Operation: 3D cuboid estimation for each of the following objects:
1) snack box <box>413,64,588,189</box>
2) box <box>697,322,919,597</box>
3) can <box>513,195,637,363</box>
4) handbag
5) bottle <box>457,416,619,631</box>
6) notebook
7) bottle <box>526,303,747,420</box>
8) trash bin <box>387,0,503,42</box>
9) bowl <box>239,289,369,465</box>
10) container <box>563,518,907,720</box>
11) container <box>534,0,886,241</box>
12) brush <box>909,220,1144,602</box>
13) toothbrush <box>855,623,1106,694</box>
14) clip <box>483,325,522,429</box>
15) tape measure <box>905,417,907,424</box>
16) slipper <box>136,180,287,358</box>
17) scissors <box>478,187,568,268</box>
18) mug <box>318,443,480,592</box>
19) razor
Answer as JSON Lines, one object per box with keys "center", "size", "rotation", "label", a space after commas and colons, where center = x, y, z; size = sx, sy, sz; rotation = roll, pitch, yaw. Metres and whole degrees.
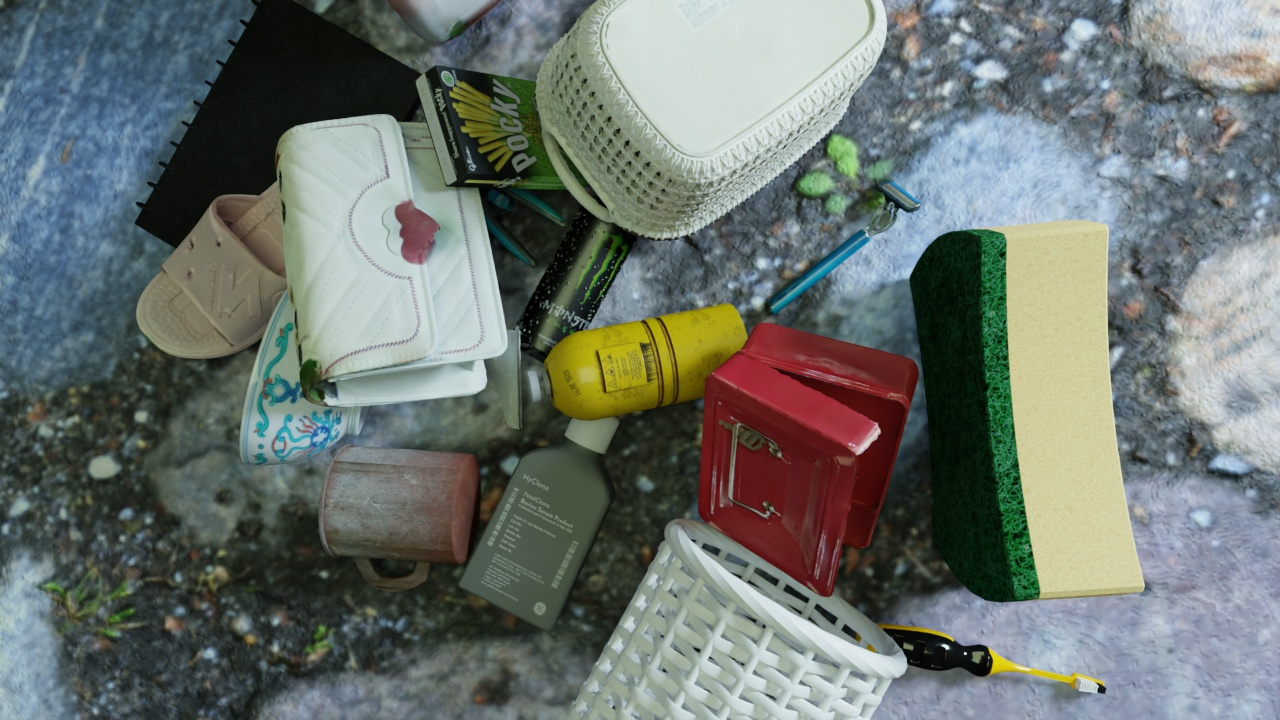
{"center": [-0.098, -0.174, 0.701], "size": [0.025, 0.147, 0.080], "rotation": [-19, 86, 36], "label": "snack box"}
{"center": [0.118, 0.062, 0.662], "size": [0.136, 0.158, 0.117], "rotation": [26, 47, 26], "label": "box"}
{"center": [-0.052, -0.062, 0.737], "size": [0.054, 0.054, 0.137], "rotation": [29, 91, 5], "label": "can"}
{"center": [-0.184, -0.074, 0.667], "size": [0.141, 0.096, 0.198], "rotation": [-6, 71, -26], "label": "handbag"}
{"center": [-0.069, 0.118, 0.737], "size": [0.084, 0.046, 0.174], "rotation": [26, 91, 5], "label": "bottle"}
{"center": [-0.307, -0.178, 0.779], "size": [0.169, 0.019, 0.231], "rotation": [30, 91, 4], "label": "notebook"}
{"center": [-0.004, 0.004, 0.702], "size": [0.163, 0.071, 0.071], "rotation": [-11, 87, -11], "label": "bottle"}
{"center": [-0.126, -0.387, 0.690], "size": [0.260, 0.181, 0.157], "rotation": [-37, 88, 2], "label": "trash bin"}
{"center": [-0.249, 0.019, 0.716], "size": [0.074, 0.144, 0.144], "rotation": [15, 90, -10], "label": "bowl"}
{"center": [0.060, 0.240, 0.653], "size": [0.189, 0.189, 0.187], "rotation": [29, 92, 5], "label": "container"}
{"center": [0.053, -0.214, 0.662], "size": [0.251, 0.143, 0.185], "rotation": [-38, 93, -11], "label": "container"}
{"center": [0.256, 0.034, 0.638], "size": [0.075, 0.195, 0.250], "rotation": [-5, 88, 4], "label": "brush"}
{"center": [0.266, 0.235, 0.718], "size": [0.197, 0.031, 0.031], "rotation": [12, 94, 0], "label": "toothbrush"}
{"center": [-0.117, 0.007, 0.738], "size": [0.054, 0.040, 0.102], "rotation": [35, 136, 34], "label": "clip"}
{"center": [0.167, 0.042, 0.713], "size": [0.065, 0.059, 0.036], "rotation": [8, 84, 1], "label": "tape measure"}
{"center": [-0.306, -0.088, 0.737], "size": [0.239, 0.064, 0.094], "rotation": [-40, 88, 0], "label": "slipper"}
{"center": [-0.121, -0.136, 0.758], "size": [0.151, 0.019, 0.130], "rotation": [-6, 85, 14], "label": "scissors"}
{"center": [-0.187, 0.129, 0.730], "size": [0.110, 0.096, 0.123], "rotation": [5, 108, 9], "label": "mug"}
{"center": [0.159, -0.086, 0.739], "size": [0.144, 0.022, 0.042], "rotation": [-41, 49, 7], "label": "razor"}
